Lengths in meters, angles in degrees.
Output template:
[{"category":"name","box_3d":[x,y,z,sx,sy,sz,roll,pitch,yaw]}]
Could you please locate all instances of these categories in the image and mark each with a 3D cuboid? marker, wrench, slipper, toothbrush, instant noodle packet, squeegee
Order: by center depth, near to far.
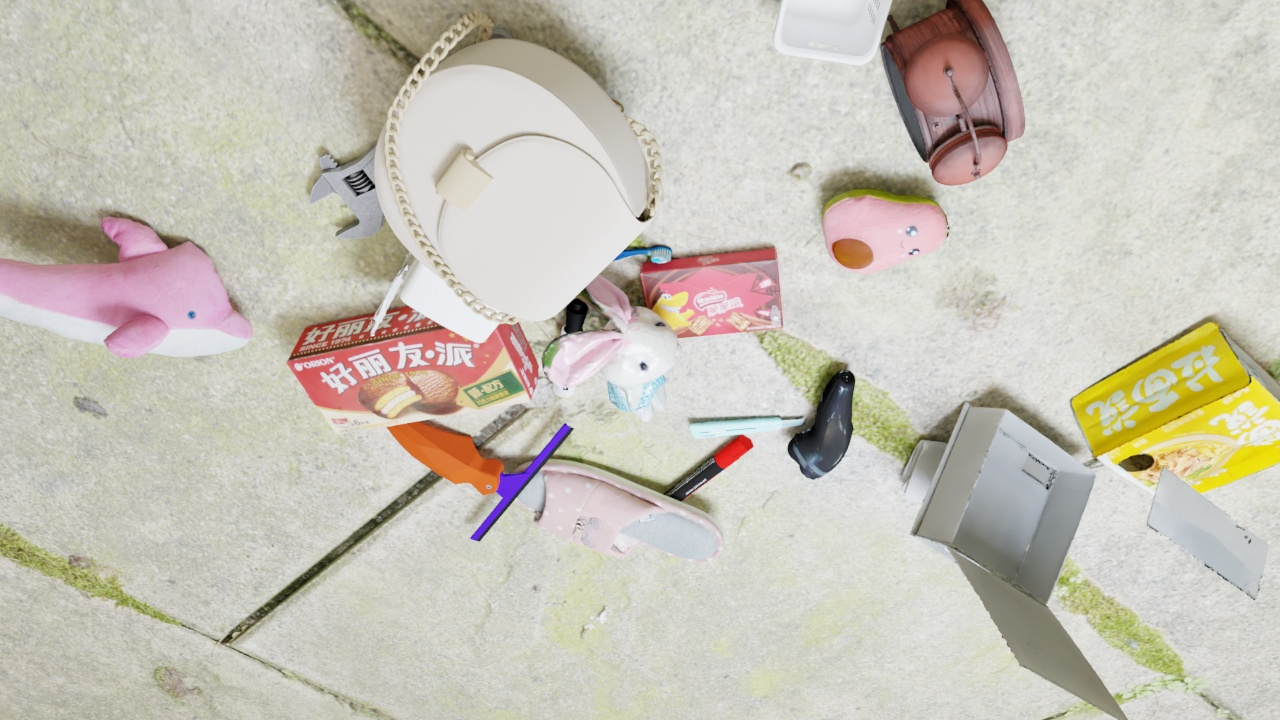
[{"category":"wrench","box_3d":[-0.205,-0.199,0.819,0.274,0.018,0.083,-32,121,28]},{"category":"toothbrush","box_3d":[-0.036,-0.103,0.891,0.135,0.017,0.022,1,132,3]},{"category":"instant noodle packet","box_3d":[0.594,0.078,0.965,0.221,0.084,0.163,29,129,-27]},{"category":"marker","box_3d":[-0.074,-0.013,0.967,0.025,0.025,0.126,10,131,-4]},{"category":"squeegee","box_3d":[-0.218,0.112,1.069,0.185,0.055,0.250,34,126,-9]},{"category":"marker","box_3d":[0.076,0.135,1.086,0.023,0.021,0.145,10,138,-43]},{"category":"slipper","box_3d":[-0.032,0.192,1.107,0.274,0.054,0.114,16,132,1]}]

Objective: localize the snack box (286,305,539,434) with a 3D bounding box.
[{"category":"snack box","box_3d":[-0.237,0.003,0.971,0.237,0.060,0.113,-10,128,13]}]

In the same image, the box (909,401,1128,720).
[{"category":"box","box_3d":[0.384,0.223,0.910,0.167,0.367,0.151,31,129,-21]}]

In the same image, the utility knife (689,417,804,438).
[{"category":"utility knife","box_3d":[0.120,0.073,1.035,0.129,0.015,0.022,-6,129,5]}]

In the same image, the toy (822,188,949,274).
[{"category":"toy","box_3d":[0.222,-0.120,0.831,0.110,0.051,0.090,-9,131,11]}]

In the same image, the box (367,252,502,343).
[{"category":"box","box_3d":[-0.198,-0.063,0.879,0.124,0.108,0.137,29,126,-17]}]

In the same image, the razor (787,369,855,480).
[{"category":"razor","box_3d":[0.200,0.068,1.000,0.064,0.052,0.141,11,129,6]}]

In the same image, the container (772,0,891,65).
[{"category":"container","box_3d":[0.149,-0.296,0.685,0.081,0.049,0.129,8,131,-2]}]

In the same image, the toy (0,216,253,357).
[{"category":"toy","box_3d":[-0.513,-0.075,0.892,0.265,0.187,0.128,9,96,-32]}]

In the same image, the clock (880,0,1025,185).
[{"category":"clock","box_3d":[0.235,-0.202,0.690,0.072,0.157,0.120,-21,126,14]}]

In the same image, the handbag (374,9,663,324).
[{"category":"handbag","box_3d":[-0.105,-0.149,0.757,0.208,0.103,0.211,40,129,-13]}]

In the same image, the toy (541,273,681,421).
[{"category":"toy","box_3d":[-0.005,0.005,0.911,0.106,0.130,0.205,2,150,25]}]

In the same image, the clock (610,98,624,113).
[{"category":"clock","box_3d":[-0.044,-0.167,0.809,0.104,0.056,0.148,18,131,-6]}]

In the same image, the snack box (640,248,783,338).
[{"category":"snack box","box_3d":[0.073,-0.064,0.912,0.133,0.021,0.089,-5,131,10]}]

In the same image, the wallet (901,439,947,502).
[{"category":"wallet","box_3d":[0.365,0.130,1.055,0.116,0.032,0.086,13,120,-5]}]
